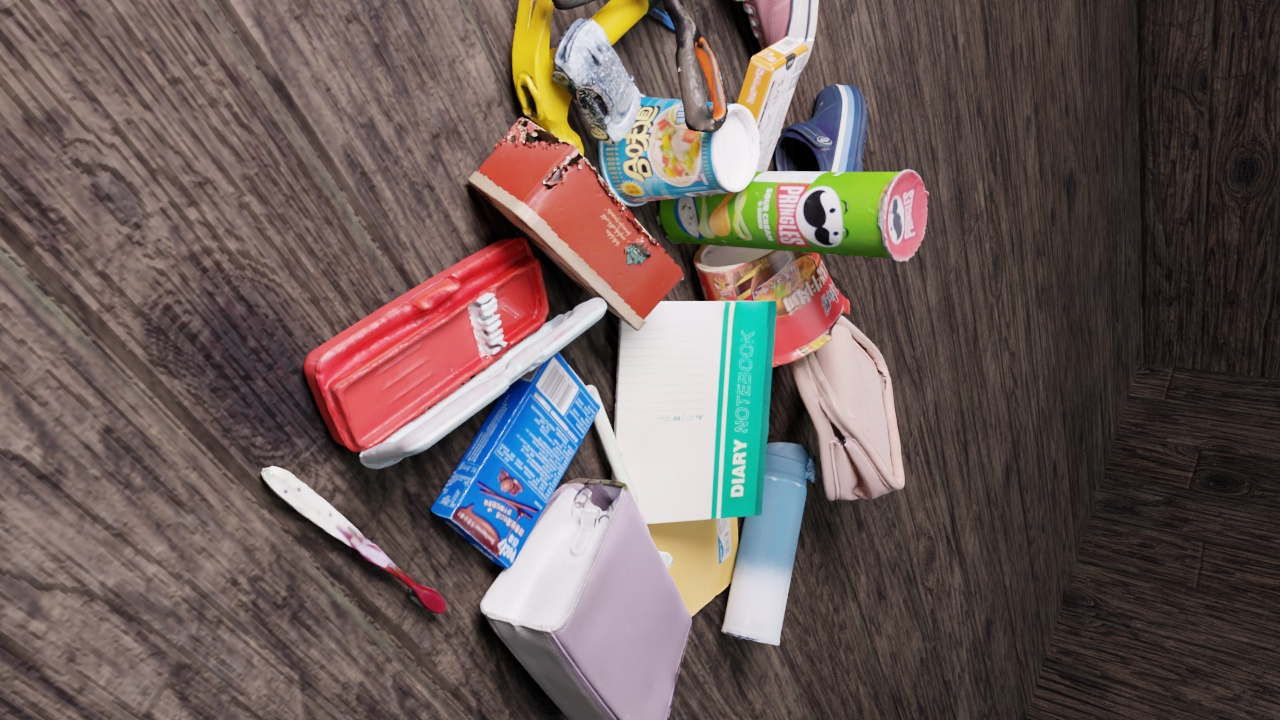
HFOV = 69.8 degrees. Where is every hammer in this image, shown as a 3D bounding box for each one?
[{"bbox_3d":[-0.003,-0.291,0.737,0.299,0.033,0.129,-52,143,-29],"label":"hammer"}]

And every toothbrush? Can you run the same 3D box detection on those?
[{"bbox_3d":[-0.189,0.125,0.618,0.187,0.017,0.016,55,47,-40],"label":"toothbrush"},{"bbox_3d":[-0.008,-0.303,0.768,0.189,0.016,0.014,3,93,-56],"label":"toothbrush"},{"bbox_3d":[-0.014,0.106,0.816,0.189,0.029,0.020,69,25,-18],"label":"toothbrush"}]

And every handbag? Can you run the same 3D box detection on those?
[{"bbox_3d":[-0.033,0.214,0.773,0.144,0.099,0.197,-56,136,-35],"label":"handbag"},{"bbox_3d":[0.212,0.029,1.010,0.234,0.093,0.192,51,31,-45],"label":"handbag"}]

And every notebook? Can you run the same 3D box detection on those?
[{"bbox_3d":[0.044,0.205,0.947,0.205,0.010,0.146,-25,117,-48],"label":"notebook"},{"bbox_3d":[0.048,0.049,0.837,0.150,0.012,0.209,-2,104,-16],"label":"notebook"}]

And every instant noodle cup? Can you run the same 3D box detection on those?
[{"bbox_3d":[0.036,-0.177,0.770,0.099,0.110,0.099,-17,111,-50],"label":"instant noodle cup"},{"bbox_3d":[0.119,-0.073,0.896,0.137,0.138,0.108,-48,124,-36],"label":"instant noodle cup"}]

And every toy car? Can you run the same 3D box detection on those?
[{"bbox_3d":[-0.028,-0.204,0.680,0.049,0.031,0.105,-63,148,-13],"label":"toy car"}]

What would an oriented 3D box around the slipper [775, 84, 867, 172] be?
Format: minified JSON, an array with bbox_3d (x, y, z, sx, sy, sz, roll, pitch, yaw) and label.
[{"bbox_3d":[0.188,-0.204,0.976,0.252,0.095,0.105,-76,174,-46],"label":"slipper"}]

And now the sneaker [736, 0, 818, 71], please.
[{"bbox_3d":[0.118,-0.355,0.847,0.241,0.088,0.118,86,0,-65],"label":"sneaker"}]

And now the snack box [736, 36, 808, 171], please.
[{"bbox_3d":[0.111,-0.223,0.873,0.075,0.026,0.154,-41,157,-42],"label":"snack box"}]

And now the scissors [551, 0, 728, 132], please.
[{"bbox_3d":[0.016,-0.275,0.686,0.232,0.022,0.221,-29,97,-45],"label":"scissors"}]

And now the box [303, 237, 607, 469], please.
[{"bbox_3d":[-0.111,-0.005,0.622,0.200,0.100,0.095,-41,129,-42],"label":"box"}]

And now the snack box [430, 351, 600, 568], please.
[{"bbox_3d":[-0.093,0.074,0.722,0.156,0.026,0.084,-61,139,-25],"label":"snack box"}]

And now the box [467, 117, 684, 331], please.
[{"bbox_3d":[-0.040,-0.105,0.691,0.077,0.091,0.168,-49,139,-2],"label":"box"}]

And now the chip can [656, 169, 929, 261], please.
[{"bbox_3d":[0.122,-0.129,0.788,0.072,0.236,0.072,-13,108,-45],"label":"chip can"}]

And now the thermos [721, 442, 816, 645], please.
[{"bbox_3d":[0.143,0.199,1.015,0.070,0.070,0.220,29,70,-52],"label":"thermos"}]
